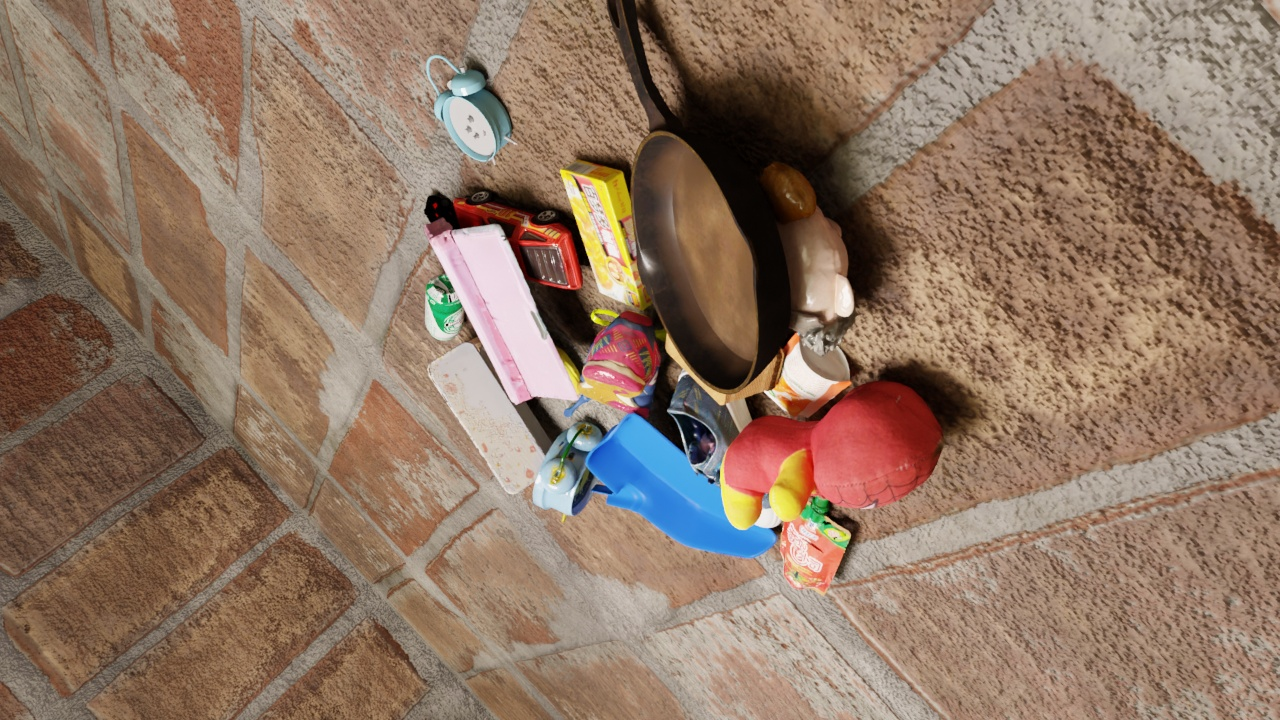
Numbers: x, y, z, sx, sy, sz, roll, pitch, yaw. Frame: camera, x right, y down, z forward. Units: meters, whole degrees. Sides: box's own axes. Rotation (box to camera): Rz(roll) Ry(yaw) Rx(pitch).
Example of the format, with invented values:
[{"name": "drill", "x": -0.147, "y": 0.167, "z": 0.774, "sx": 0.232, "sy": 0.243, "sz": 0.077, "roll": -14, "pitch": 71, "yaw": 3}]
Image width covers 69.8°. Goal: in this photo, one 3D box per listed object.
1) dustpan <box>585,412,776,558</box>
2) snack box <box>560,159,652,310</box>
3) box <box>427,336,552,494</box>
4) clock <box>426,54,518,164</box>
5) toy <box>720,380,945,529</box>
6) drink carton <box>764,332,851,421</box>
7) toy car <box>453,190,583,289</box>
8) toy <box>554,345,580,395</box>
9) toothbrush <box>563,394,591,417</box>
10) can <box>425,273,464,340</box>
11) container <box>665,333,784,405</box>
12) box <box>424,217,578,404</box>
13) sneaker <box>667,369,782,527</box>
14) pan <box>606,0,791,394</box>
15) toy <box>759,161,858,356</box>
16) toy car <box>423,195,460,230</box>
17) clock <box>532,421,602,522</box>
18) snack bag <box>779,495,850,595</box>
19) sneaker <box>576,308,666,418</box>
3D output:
[{"name": "dustpan", "x": 0.009, "y": 0.160, "z": 1.161, "sx": 0.245, "sy": 0.059, "sz": 0.258, "roll": 42, "pitch": 162, "yaw": -17}, {"name": "snack box", "x": -0.031, "y": -0.128, "z": 0.937, "sx": 0.075, "sy": 0.025, "sz": 0.152, "roll": 26, "pitch": 144, "yaw": 45}, {"name": "box", "x": -0.203, "y": 0.074, "z": 1.301, "sx": 0.216, "sy": 0.094, "sz": 0.107, "roll": 58, "pitch": 176, "yaw": -2}, {"name": "clock", "x": -0.184, "y": -0.264, "z": 0.961, "sx": 0.123, "sy": 0.041, "sz": 0.088, "roll": 53, "pitch": 148, "yaw": -12}, {"name": "toy", "x": 0.172, "y": 0.085, "z": 0.836, "sx": 0.217, "sy": 0.147, "sz": 0.099, "roll": -21, "pitch": 109, "yaw": 44}, {"name": "drink carton", "x": 0.154, "y": 0.021, "z": 0.894, "sx": 0.069, "sy": 0.038, "sz": 0.122, "roll": 44, "pitch": 154, "yaw": 6}, {"name": "toy car", "x": -0.141, "y": -0.136, "z": 1.043, "sx": 0.189, "sy": 0.056, "sz": 0.082, "roll": 24, "pitch": 140, "yaw": 36}, {"name": "toy", "x": -0.113, "y": 0.013, "z": 1.183, "sx": 0.096, "sy": 0.041, "sz": 0.094, "roll": -3, "pitch": 128, "yaw": 55}, {"name": "toothbrush", "x": -0.071, "y": 0.048, "z": 1.198, "sx": 0.021, "sy": 0.016, "sz": 0.133, "roll": 47, "pitch": 145, "yaw": -2}, {"name": "can", "x": -0.268, "y": -0.073, "z": 1.256, "sx": 0.053, "sy": 0.053, "sz": 0.101, "roll": 39, "pitch": 147, "yaw": 13}, {"name": "container", "x": 0.077, "y": -0.011, "z": 0.895, "sx": 0.114, "sy": 0.061, "sz": 0.063, "roll": 46, "pitch": 151, "yaw": 29}, {"name": "box", "x": -0.172, "y": -0.053, "z": 1.075, "sx": 0.180, "sy": 0.059, "sz": 0.233, "roll": 17, "pitch": 136, "yaw": 56}, {"name": "sneaker", "x": 0.088, "y": 0.105, "z": 0.985, "sx": 0.088, "sy": 0.079, "sz": 0.235, "roll": 8, "pitch": 136, "yaw": 45}, {"name": "pan", "x": 0.040, "y": -0.147, "z": 0.771, "sx": 0.249, "sy": 0.043, "sz": 0.356, "roll": -173, "pitch": 66, "yaw": -71}, {"name": "toy", "x": 0.132, "y": -0.087, "z": 0.760, "sx": 0.133, "sy": 0.076, "sz": 0.176, "roll": 38, "pitch": 152, "yaw": 42}, {"name": "toy car", "x": -0.238, "y": -0.164, "z": 1.139, "sx": 0.091, "sy": 0.036, "sz": 0.042, "roll": 45, "pitch": 148, "yaw": 3}, {"name": "clock", "x": -0.096, "y": 0.146, "z": 1.239, "sx": 0.060, "sy": 0.117, "sz": 0.162, "roll": 23, "pitch": 152, "yaw": 14}, {"name": "snack bag", "x": 0.195, "y": 0.199, "z": 1.038, "sx": 0.087, "sy": 0.044, "sz": 0.155, "roll": 38, "pitch": 142, "yaw": 31}, {"name": "sneaker", "x": -0.007, "y": 0.006, "z": 1.014, "sx": 0.116, "sy": 0.091, "sz": 0.242, "roll": 19, "pitch": 168, "yaw": 3}]
